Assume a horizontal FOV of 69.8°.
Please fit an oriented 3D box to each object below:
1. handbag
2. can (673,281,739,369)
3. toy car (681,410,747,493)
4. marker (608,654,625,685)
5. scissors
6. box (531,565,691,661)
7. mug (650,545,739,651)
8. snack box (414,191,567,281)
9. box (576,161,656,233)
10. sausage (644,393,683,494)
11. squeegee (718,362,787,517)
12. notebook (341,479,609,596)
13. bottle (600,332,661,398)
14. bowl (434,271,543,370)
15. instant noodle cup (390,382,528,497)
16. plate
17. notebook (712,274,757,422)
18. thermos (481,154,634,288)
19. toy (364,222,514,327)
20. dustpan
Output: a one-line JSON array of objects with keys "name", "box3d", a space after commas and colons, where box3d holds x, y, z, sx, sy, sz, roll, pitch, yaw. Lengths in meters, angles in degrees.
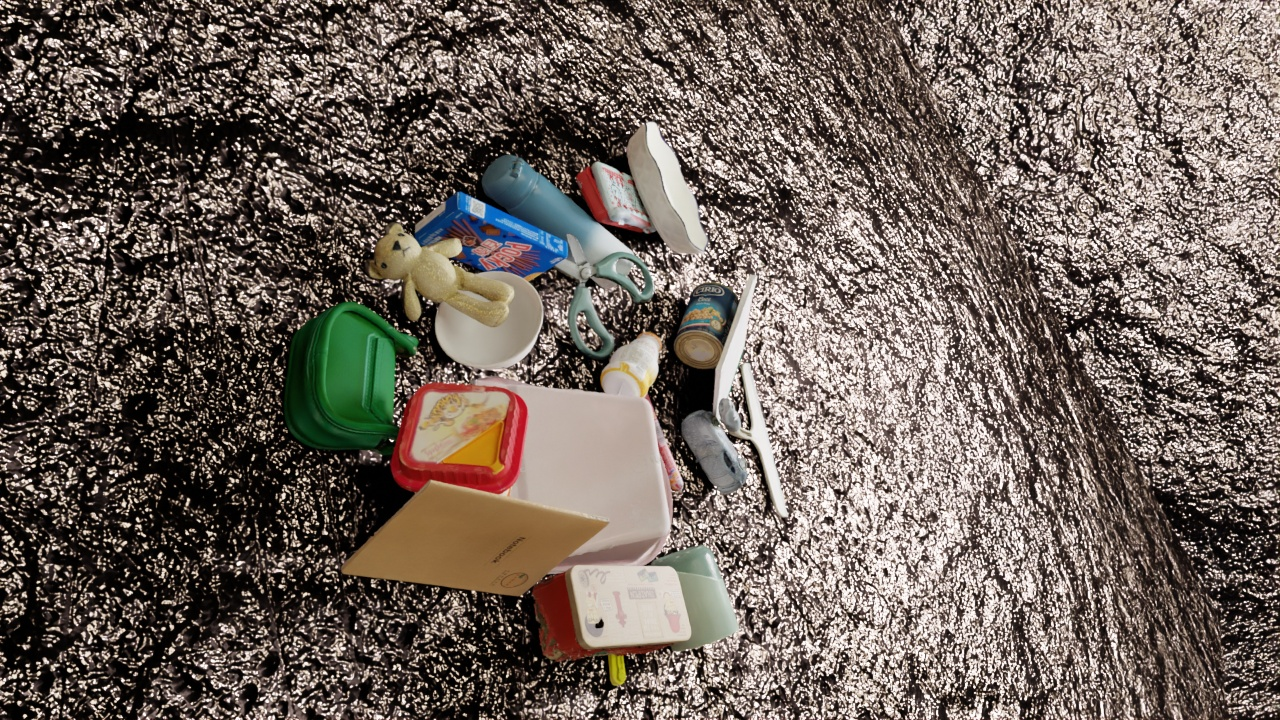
[{"name": "handbag", "box3d": [-0.267, 0.018, 0.865, 0.120, 0.068, 0.131, 20, 56, -43]}, {"name": "can", "box3d": [0.096, -0.050, 1.321, 0.075, 0.075, 0.110, 45, 42, -24]}, {"name": "toy car", "box3d": [0.099, 0.124, 1.246, 0.120, 0.054, 0.036, 59, 36, -7]}, {"name": "marker", "box3d": [-0.030, 0.300, 1.031, 0.018, 0.015, 0.124, 19, 55, -42]}, {"name": "scissors", "box3d": [-0.057, -0.074, 1.156, 0.173, 0.019, 0.177, 18, 87, -41]}, {"name": "box", "box3d": [-0.034, 0.274, 0.985, 0.168, 0.080, 0.091, 14, 54, -45]}, {"name": "mug", "box3d": [0.048, 0.284, 1.088, 0.111, 0.082, 0.106, -16, 82, -20]}, {"name": "snack box", "box3d": [-0.169, -0.136, 1.051, 0.157, 0.085, 0.026, 20, 55, -42]}, {"name": "box", "box3d": [-0.022, -0.216, 1.246, 0.087, 0.048, 0.201, 65, 16, 4]}, {"name": "sausage", "box3d": [0.023, 0.103, 1.198, 0.020, 0.020, 0.156, -16, 83, -52]}, {"name": "squeegee", "box3d": [0.138, 0.091, 1.287, 0.246, 0.039, 0.246, 39, 37, -66]}, {"name": "notebook", "box3d": [-0.150, 0.172, 0.858, 0.207, 0.148, 0.008, 22, 36, -42]}, {"name": "bottle", "box3d": [-0.007, 0.007, 1.179, 0.063, 0.063, 0.108, 51, 40, -17]}, {"name": "bowl", "box3d": [-0.160, -0.032, 1.010, 0.065, 0.118, 0.118, 78, 9, -62]}, {"name": "instant noodle cup", "box3d": [-0.166, 0.098, 0.877, 0.116, 0.124, 0.116, 3, 51, 1]}, {"name": "plate", "box3d": [0.038, -0.246, 1.340, 0.205, 0.046, 0.204, 58, 17, -31]}, {"name": "notebook", "box3d": [0.131, -0.003, 1.310, 0.151, 0.012, 0.208, 93, 15, -44]}, {"name": "thermos", "box3d": [-0.103, -0.175, 1.164, 0.220, 0.070, 0.070, 37, 46, -33]}, {"name": "toy", "box3d": [-0.208, -0.086, 0.965, 0.157, 0.066, 0.105, 26, 73, -4]}, {"name": "dustpan", "box3d": [-0.070, 0.146, 1.076, 0.273, 0.139, 0.222, 2, 67, -19]}]
